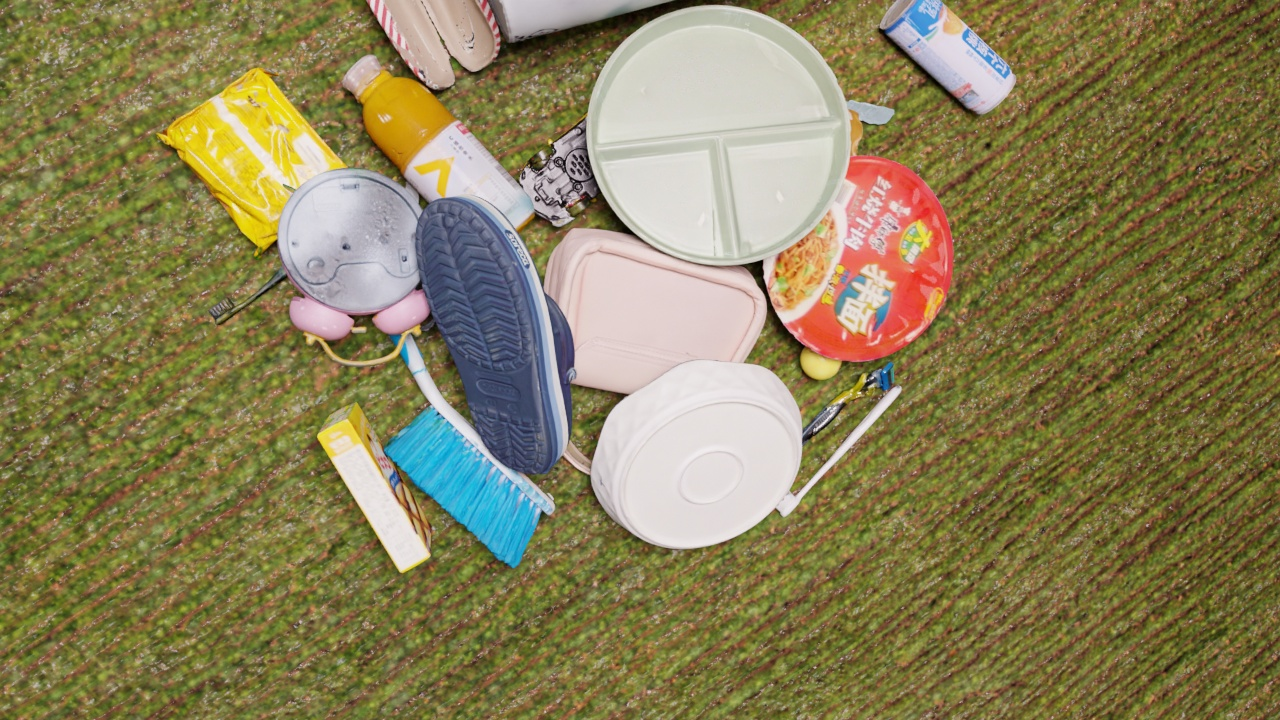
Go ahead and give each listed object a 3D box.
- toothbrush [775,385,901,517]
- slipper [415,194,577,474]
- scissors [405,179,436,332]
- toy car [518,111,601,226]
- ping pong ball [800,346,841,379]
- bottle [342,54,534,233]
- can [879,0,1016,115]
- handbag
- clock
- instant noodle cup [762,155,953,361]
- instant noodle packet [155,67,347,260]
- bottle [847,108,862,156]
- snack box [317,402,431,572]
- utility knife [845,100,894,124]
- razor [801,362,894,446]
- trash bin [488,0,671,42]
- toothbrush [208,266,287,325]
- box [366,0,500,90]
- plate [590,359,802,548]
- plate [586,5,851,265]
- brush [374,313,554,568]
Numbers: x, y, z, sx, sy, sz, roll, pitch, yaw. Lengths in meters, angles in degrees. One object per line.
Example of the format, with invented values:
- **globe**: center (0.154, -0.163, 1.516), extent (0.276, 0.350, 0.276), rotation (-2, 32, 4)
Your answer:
- **toothbrush**: center (0.202, 0.089, 0.934), extent (0.016, 0.016, 0.180), rotation (45, 87, -8)
- **slipper**: center (-0.102, -0.022, 0.764), extent (0.105, 0.095, 0.253), rotation (4, 121, 29)
- **scissors**: center (-0.201, -0.107, 0.801), extent (0.180, 0.014, 0.159), rotation (-29, 96, -20)
- **toy car**: center (-0.044, -0.187, 0.830), extent (0.155, 0.041, 0.071), rotation (-41, 104, -7)
- **ping pong ball**: center (0.178, -0.001, 0.904), extent (0.040, 0.040, 0.040), rotation (-2, 97, -13)
- **bottle**: center (-0.173, -0.175, 0.780), extent (0.068, 0.068, 0.189), rotation (-44, 98, -5)
- **can**: center (0.298, -0.299, 0.887), extent (0.134, 0.053, 0.053), rotation (36, 88, -14)
- **handbag**: center (-0.005, 0.005, 0.851), extent (0.193, 0.093, 0.234), rotation (12, 102, -14)
- **clock**: center (-0.231, -0.074, 0.748), extent (0.117, 0.060, 0.158), rotation (-7, 85, -22)
- **instant noodle cup**: center (0.199, -0.098, 0.884), extent (0.193, 0.066, 0.194), rotation (-2, 98, -13)
- **instant noodle packet**: center (-0.316, -0.165, 0.770), extent (0.110, 0.044, 0.128), rotation (-38, 106, -8)
- **bottle**: center (0.115, -0.219, 0.854), extent (0.175, 0.057, 0.057), rotation (6, 95, -13)
- **snack box**: center (-0.230, 0.109, 0.802), extent (0.033, 0.087, 0.140), rotation (-31, 102, -7)
- **utility knife**: center (0.142, -0.252, 0.878), extent (0.222, 0.013, 0.029), rotation (6, 103, -13)
- **razor**: center (0.196, 0.051, 0.926), extent (0.142, 0.022, 0.043), rotation (-39, 147, -2)
- **trash bin**: center (-0.020, -0.384, 0.728), extent (0.252, 0.229, 0.229), rotation (-21, 101, -4)
- **toothbrush**: center (-0.296, -0.093, 0.800), extent (0.185, 0.012, 0.017), rotation (-38, 93, -6)
- **box**: center (-0.180, -0.316, 0.765), extent (0.088, 0.076, 0.162), rotation (-27, 100, 20)
- **plate**: center (0.059, 0.096, 0.847), extent (0.204, 0.045, 0.205), rotation (-9, 123, -14)
- **plate**: center (0.068, -0.194, 0.797), extent (0.230, 0.027, 0.230), rotation (0, 85, -6)
- **brush**: center (-0.193, 0.045, 0.824), extent (0.314, 0.060, 0.109), rotation (45, 80, -12)
